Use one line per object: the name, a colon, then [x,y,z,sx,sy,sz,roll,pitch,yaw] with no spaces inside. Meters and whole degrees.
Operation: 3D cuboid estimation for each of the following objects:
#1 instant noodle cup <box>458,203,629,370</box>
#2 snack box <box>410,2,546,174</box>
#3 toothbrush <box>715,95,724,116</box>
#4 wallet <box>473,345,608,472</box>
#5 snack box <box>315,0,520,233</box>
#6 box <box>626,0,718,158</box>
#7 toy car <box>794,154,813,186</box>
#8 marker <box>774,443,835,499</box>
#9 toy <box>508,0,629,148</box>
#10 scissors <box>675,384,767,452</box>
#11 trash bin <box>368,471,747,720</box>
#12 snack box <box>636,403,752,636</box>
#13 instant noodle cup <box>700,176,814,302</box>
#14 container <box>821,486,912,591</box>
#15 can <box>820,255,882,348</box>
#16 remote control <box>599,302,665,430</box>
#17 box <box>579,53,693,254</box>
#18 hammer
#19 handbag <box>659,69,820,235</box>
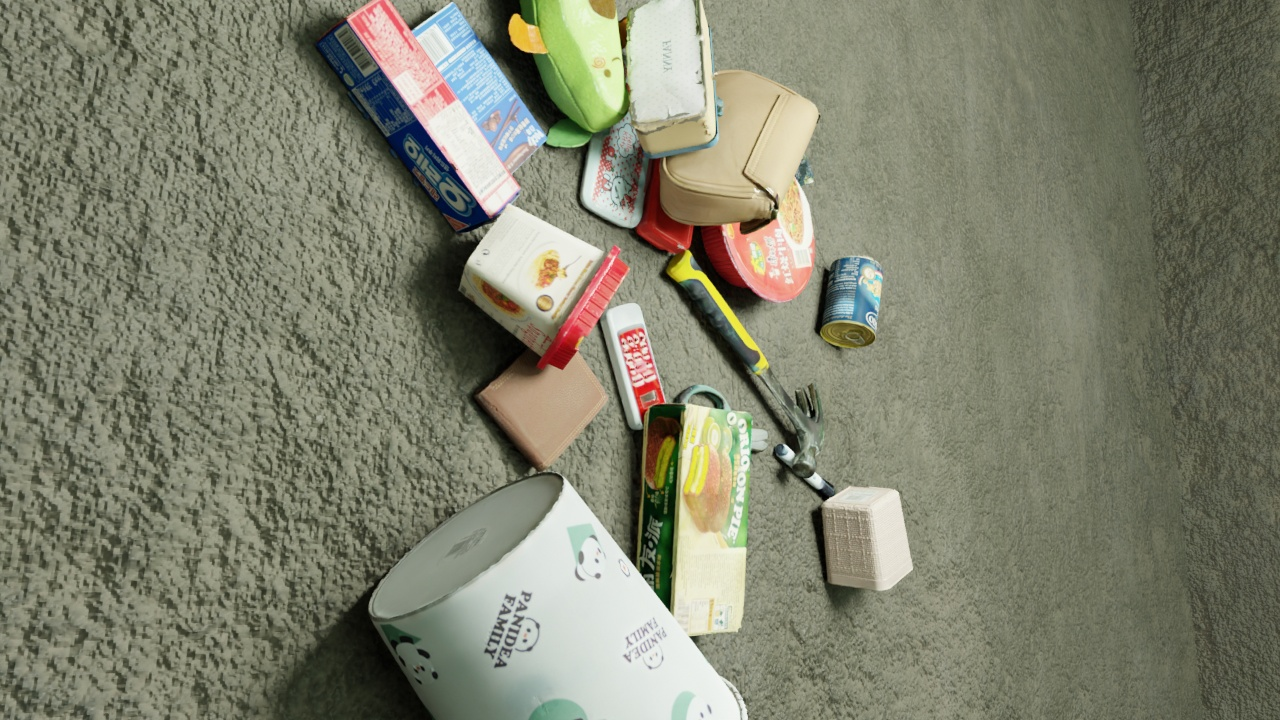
instant noodle cup: [-0.093,-0.070,0.843,0.124,0.116,0.116,32,69,-5]
snack box: [-0.163,-0.254,0.883,0.157,0.026,0.084,54,49,-24]
toothbrush: [0.030,-0.330,1.023,0.016,0.018,0.191,-21,57,-37]
wallet: [-0.094,0.034,0.897,0.101,0.032,0.124,57,47,-18]
snack box: [-0.195,-0.214,0.822,0.207,0.057,0.058,55,46,-23]
box: [0.034,-0.297,0.968,0.059,0.090,0.184,52,35,-64]
toy car: [0.204,-0.253,1.256,0.090,0.034,0.043,-34,109,-42]
marker: [0.217,0.145,1.204,0.130,0.018,0.022,41,46,-33]
toy: [-0.070,-0.351,0.951,0.226,0.090,0.247,-26,103,-50]
scissors: [0.101,0.076,1.096,0.179,0.019,0.139,-3,84,-45]
trash bin: [-0.072,0.244,0.748,0.228,0.230,0.252,-43,108,-42]
snack box: [0.058,0.170,0.987,0.114,0.063,0.240,10,80,-44]
instant noodle cup: [0.140,-0.163,1.150,0.193,0.066,0.193,11,74,-43]
container: [0.295,0.230,1.206,0.089,0.090,0.111,-17,101,-46]
can: [0.298,-0.083,1.290,0.075,0.075,0.111,33,59,-37]
remote control: [-0.006,0.006,0.999,0.055,0.020,0.136,-19,96,-45]
box: [0.009,-0.237,1.049,0.157,0.038,0.200,24,67,-40]
hammer: [0.137,-0.006,1.132,0.323,0.032,0.125,51,39,-23]
handbag: [0.106,-0.229,1.025,0.100,0.148,0.204,83,28,-56]
